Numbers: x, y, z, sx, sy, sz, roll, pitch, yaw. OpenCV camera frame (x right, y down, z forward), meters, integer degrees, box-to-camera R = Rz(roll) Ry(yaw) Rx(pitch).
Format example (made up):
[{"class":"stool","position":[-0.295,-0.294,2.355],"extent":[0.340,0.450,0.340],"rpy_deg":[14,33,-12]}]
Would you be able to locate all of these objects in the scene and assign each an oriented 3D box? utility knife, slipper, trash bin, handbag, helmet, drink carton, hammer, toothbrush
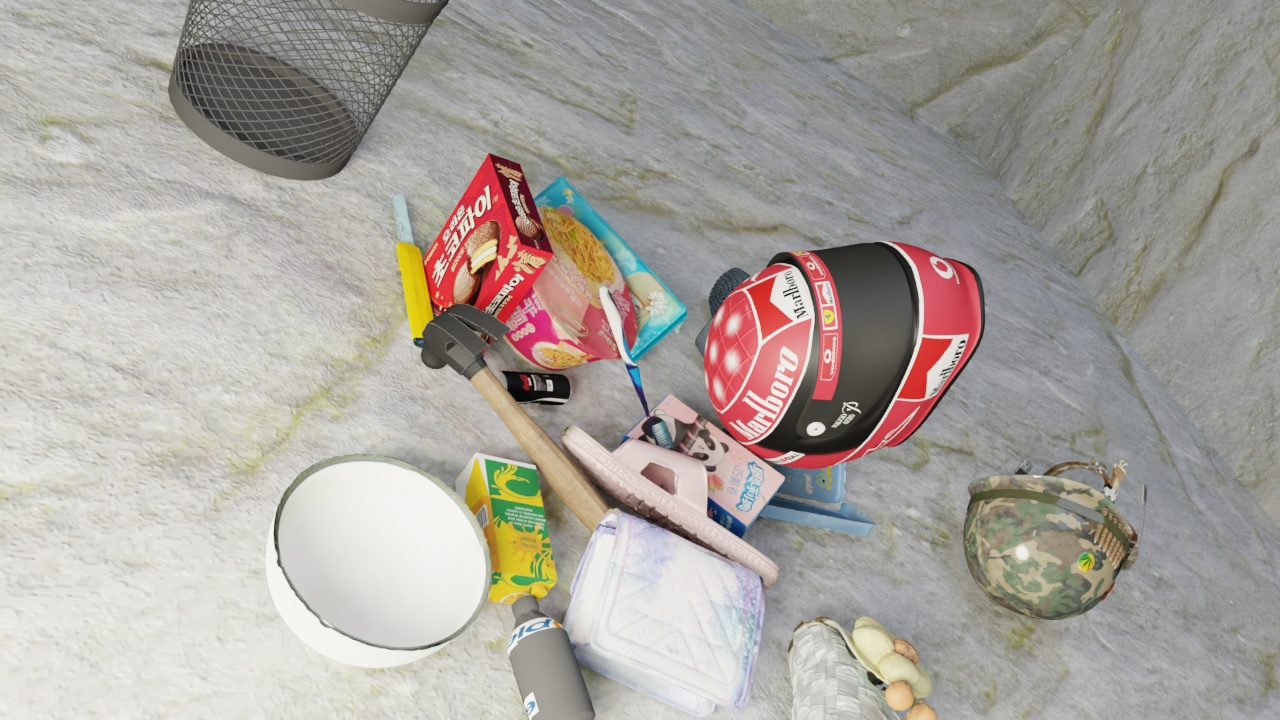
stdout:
[{"class":"utility knife","position":[-0.232,-0.096,0.937],"extent":[0.030,0.019,0.227],"rpy_deg":[18,42,-40]},{"class":"slipper","position":[0.115,-0.043,1.167],"extent":[0.082,0.101,0.263],"rpy_deg":[25,31,-25]},{"class":"trash bin","position":[-0.337,-0.328,0.913],"extent":[0.217,0.228,0.217],"rpy_deg":[27,34,-20]},{"class":"handbag","position":[0.194,0.304,0.792],"extent":[0.112,0.124,0.171],"rpy_deg":[42,25,-10]},{"class":"handbag","position":[0.022,0.208,0.757],"extent":[0.158,0.069,0.126],"rpy_deg":[29,55,-18]},{"class":"helmet","position":[0.525,0.216,1.178],"extent":[0.224,0.193,0.235],"rpy_deg":[23,67,-15]},{"class":"helmet","position":[0.183,-0.007,0.945],"extent":[0.224,0.272,0.197],"rpy_deg":[6,47,-19]},{"class":"drink carton","position":[-0.111,0.140,0.749],"extent":[0.058,0.041,0.122],"rpy_deg":[17,38,-33]},{"class":"slipper","position":[0.034,0.123,0.854],"extent":[0.239,0.094,0.064],"rpy_deg":[35,74,-2]},{"class":"hammer","position":[-0.082,0.082,0.807],"extent":[0.040,0.133,0.305],"rpy_deg":[-40,90,-28]},{"class":"toothbrush","position":[-0.006,0.005,0.930],"extent":[0.016,0.017,0.189],"rpy_deg":[5,60,-61]}]

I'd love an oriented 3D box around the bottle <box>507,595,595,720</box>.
[{"class":"bottle","position":[-0.070,0.227,0.678],"extent":[0.047,0.047,0.112],"rpy_deg":[9,44,-41]}]

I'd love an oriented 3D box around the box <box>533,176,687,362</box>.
[{"class":"box","position":[-0.046,-0.101,1.114],"extent":[0.227,0.097,0.117],"rpy_deg":[48,-2,12]}]

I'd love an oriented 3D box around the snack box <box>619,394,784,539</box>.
[{"class":"snack box","position":[0.063,0.107,0.941],"extent":[0.154,0.033,0.087],"rpy_deg":[36,45,14]}]

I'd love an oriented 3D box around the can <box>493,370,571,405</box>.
[{"class":"can","position":[-0.108,0.027,0.902],"extent":[0.080,0.032,0.031],"rpy_deg":[5,46,-44]}]

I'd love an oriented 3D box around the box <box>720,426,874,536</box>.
[{"class":"box","position":[0.172,0.144,1.048],"extent":[0.209,0.047,0.122],"rpy_deg":[17,40,-34]}]

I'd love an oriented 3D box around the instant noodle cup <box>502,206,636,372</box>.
[{"class":"instant noodle cup","position":[-0.089,-0.065,0.961],"extent":[0.178,0.078,0.178],"rpy_deg":[39,35,-34]}]

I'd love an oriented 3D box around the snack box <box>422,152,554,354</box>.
[{"class":"snack box","position":[-0.154,-0.098,0.893],"extent":[0.035,0.152,0.132],"rpy_deg":[12,41,-38]}]

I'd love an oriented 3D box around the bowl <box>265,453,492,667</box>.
[{"class":"bowl","position":[-0.186,0.145,0.632],"extent":[0.153,0.073,0.153],"rpy_deg":[27,33,-20]}]
